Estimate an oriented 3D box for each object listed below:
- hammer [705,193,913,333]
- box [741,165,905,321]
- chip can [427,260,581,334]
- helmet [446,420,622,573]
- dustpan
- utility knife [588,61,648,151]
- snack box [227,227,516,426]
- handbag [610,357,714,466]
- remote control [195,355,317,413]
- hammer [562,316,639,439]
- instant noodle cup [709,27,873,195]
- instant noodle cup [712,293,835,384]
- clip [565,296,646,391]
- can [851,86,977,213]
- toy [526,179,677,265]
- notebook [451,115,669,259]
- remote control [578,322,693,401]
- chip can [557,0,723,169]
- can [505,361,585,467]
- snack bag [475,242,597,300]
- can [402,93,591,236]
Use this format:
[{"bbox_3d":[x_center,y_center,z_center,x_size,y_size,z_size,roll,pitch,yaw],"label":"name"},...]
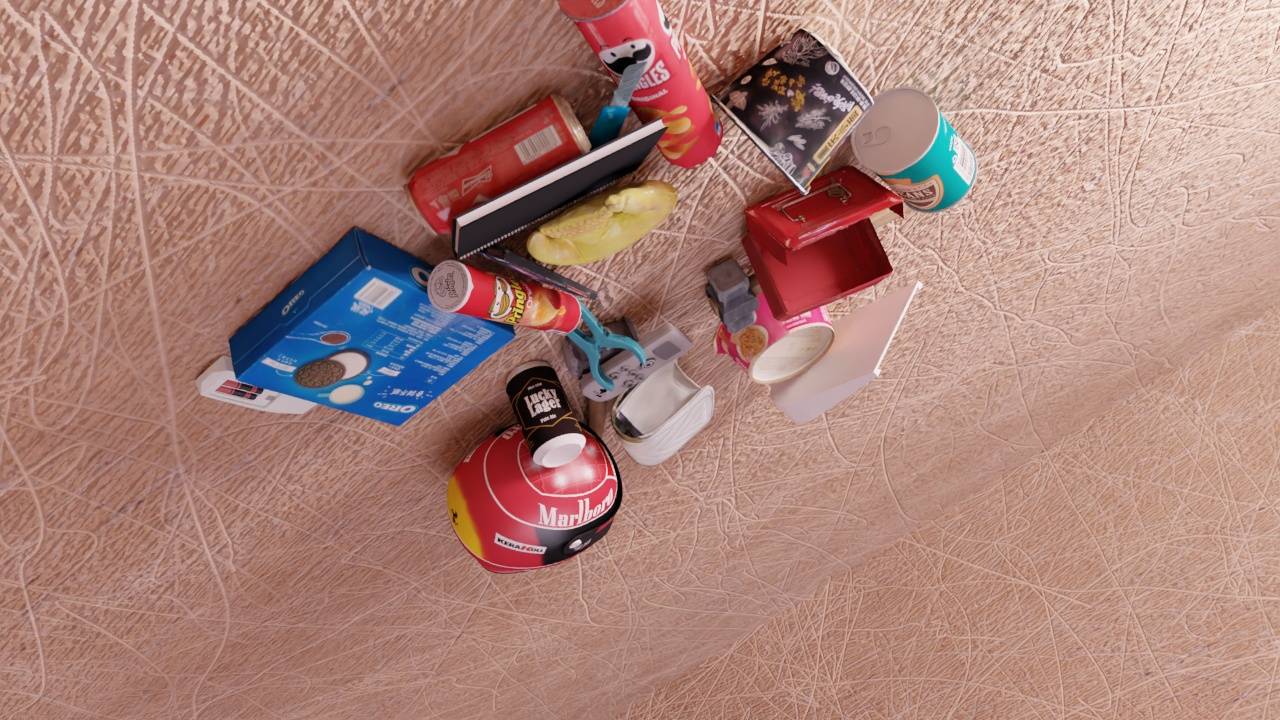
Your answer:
[{"bbox_3d":[0.237,-0.147,1.216,0.323,0.051,0.117,-29,153,-1],"label":"hammer"},{"bbox_3d":[0.220,-0.137,1.124,0.157,0.147,0.156,-23,133,-7],"label":"box"},{"bbox_3d":[-0.141,-0.065,1.001,0.052,0.051,0.214,-38,159,20],"label":"chip can"},{"bbox_3d":[-0.136,0.185,1.297,0.270,0.197,0.225,-9,151,-37],"label":"helmet"},{"bbox_3d":[0.302,0.006,1.365,0.259,0.053,0.191,-29,-159,53],"label":"dustpan"},{"bbox_3d":[-0.027,-0.217,0.841,0.031,0.015,0.225,-7,172,-16],"label":"utility knife"},{"bbox_3d":[-0.280,-0.023,0.990,0.196,0.056,0.238,-36,151,17],"label":"snack box"},{"bbox_3d":[0.025,0.075,1.314,0.142,0.096,0.199,-40,166,-8],"label":"handbag"},{"bbox_3d":[-0.413,0.033,1.006,0.050,0.024,0.143,-37,149,18],"label":"remote control"},{"bbox_3d":[-0.059,0.047,1.298,0.098,0.052,0.329,-18,153,-14],"label":"hammer"},{"bbox_3d":[0.154,-0.251,0.906,0.112,0.137,0.137,-44,148,13],"label":"instant noodle cup"},{"bbox_3d":[0.205,-0.035,1.338,0.178,0.077,0.179,-20,151,-12],"label":"instant noodle cup"},{"bbox_3d":[-0.062,-0.006,1.135,0.130,0.031,0.121,26,114,-7],"label":"clip"},{"bbox_3d":[0.322,-0.242,1.071,0.099,0.099,0.143,-40,148,22],"label":"can"},{"bbox_3d":[-0.034,-0.145,0.954,0.171,0.064,0.154,-20,180,25],"label":"toy"},{"bbox_3d":[-0.081,-0.158,0.859,0.206,0.016,0.149,-29,-178,-12],"label":"notebook"},{"bbox_3d":[-0.007,0.007,1.183,0.151,0.019,0.074,-32,154,14],"label":"remote control"},{"bbox_3d":[0.009,-0.260,0.821,0.073,0.073,0.233,-32,151,9],"label":"chip can"},{"bbox_3d":[-0.124,0.070,1.190,0.072,0.128,0.072,-20,150,-12],"label":"can"},{"bbox_3d":[-0.117,-0.099,0.988,0.155,0.075,0.018,21,90,-52],"label":"snack bag"},{"bbox_3d":[-0.131,-0.178,0.845,0.170,0.067,0.067,-29,151,3],"label":"can"}]
